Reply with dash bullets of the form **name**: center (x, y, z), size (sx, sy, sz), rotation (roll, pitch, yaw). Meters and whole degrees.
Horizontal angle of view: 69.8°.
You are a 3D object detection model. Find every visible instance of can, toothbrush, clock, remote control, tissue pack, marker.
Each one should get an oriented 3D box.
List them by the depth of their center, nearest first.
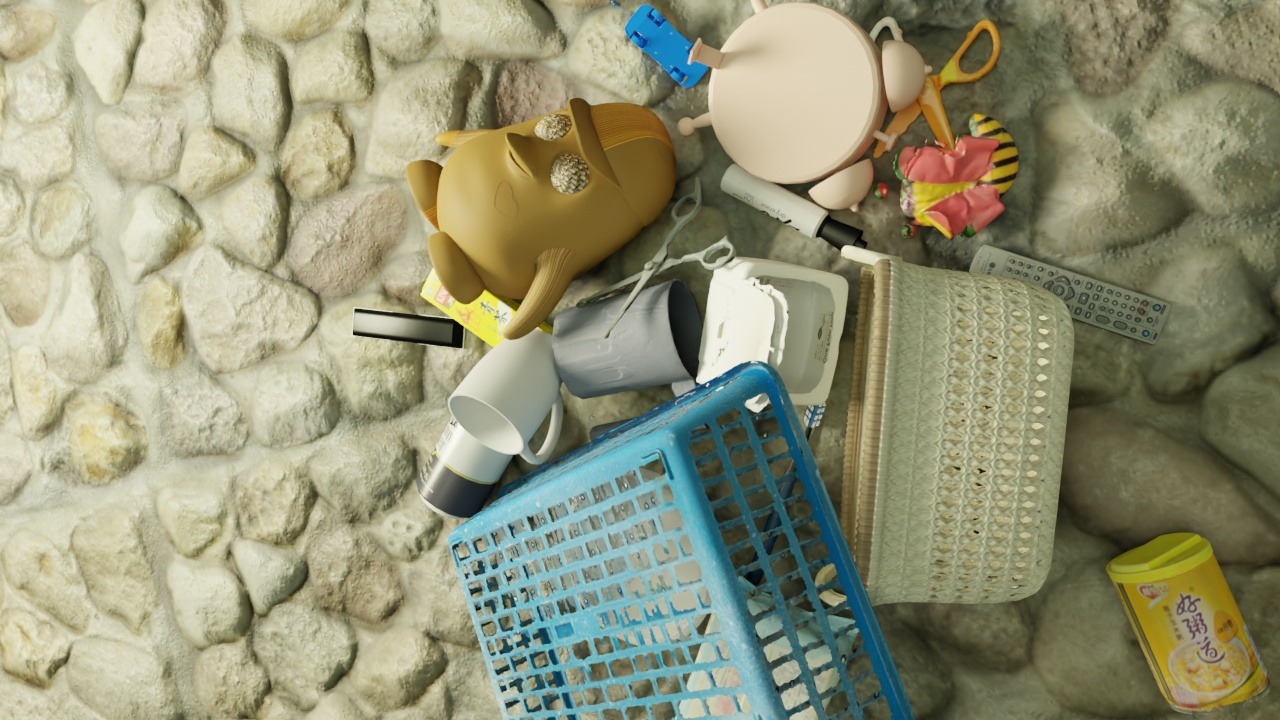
- **can**: center (0.374, 0.178, 0.630), size (0.068, 0.067, 0.105), rotation (-24, 85, 19)
- **remote control**: center (0.310, -0.049, 0.670), size (0.136, 0.013, 0.033), rotation (22, 99, 18)
- **clock**: center (0.119, -0.199, 0.692), size (0.160, 0.086, 0.131), rotation (28, 112, 8)
- **marker**: center (0.122, -0.119, 0.730), size (0.126, 0.025, 0.025), rotation (31, 102, 16)
- **tissue pack**: center (0.094, 0.269, 0.737), size (0.112, 0.070, 0.182), rotation (21, 97, 18)
- **toothbrush**: center (0.118, 0.108, 0.749), size (0.014, 0.014, 0.168), rotation (19, 99, 7)
- **can**: center (-0.145, 0.076, 0.816), size (0.064, 0.064, 0.127), rotation (34, 103, 15)
- **remote control**: center (-0.222, -0.031, 0.867), size (0.124, 0.011, 0.028), rotation (7, 95, 20)

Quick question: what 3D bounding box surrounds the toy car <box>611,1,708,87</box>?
- **toy car**: center (0.013, -0.271, 0.771), size (0.092, 0.061, 0.033), rotation (38, 104, -16)

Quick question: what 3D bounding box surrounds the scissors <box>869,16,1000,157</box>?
- **scissors**: center (0.213, -0.211, 0.699), size (0.127, 0.011, 0.125), rotation (40, 107, 12)

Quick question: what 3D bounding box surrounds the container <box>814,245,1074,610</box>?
- **container**: center (0.201, 0.048, 0.633), size (0.143, 0.184, 0.246), rotation (5, 97, 10)

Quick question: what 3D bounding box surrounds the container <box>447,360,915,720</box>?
- **container**: center (-0.011, 0.180, 0.667), size (0.363, 0.089, 0.257), rotation (-31, 76, 47)

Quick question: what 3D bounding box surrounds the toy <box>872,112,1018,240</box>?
- **toy**: center (0.232, -0.133, 0.678), size (0.103, 0.046, 0.084), rotation (-36, 92, 9)

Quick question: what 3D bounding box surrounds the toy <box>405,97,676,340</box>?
- **toy**: center (-0.069, -0.136, 0.737), size (0.203, 0.162, 0.198), rotation (-23, 71, 8)

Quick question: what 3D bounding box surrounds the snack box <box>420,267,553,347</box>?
- **snack box**: center (-0.128, -0.037, 0.823), size (0.148, 0.028, 0.040), rotation (34, 103, 15)

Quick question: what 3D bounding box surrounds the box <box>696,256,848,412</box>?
- **box**: center (0.100, -0.017, 0.661), size (0.126, 0.137, 0.109), rotation (6, 97, -20)

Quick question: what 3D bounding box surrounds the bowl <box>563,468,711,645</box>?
- **bowl**: center (0.007, 0.160, 0.771), size (0.150, 0.043, 0.149), rotation (3, 96, 32)

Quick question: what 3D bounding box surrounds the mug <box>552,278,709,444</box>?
- **mug**: center (-0.004, 0.004, 0.753), size (0.104, 0.083, 0.124), rotation (-12, 91, 21)

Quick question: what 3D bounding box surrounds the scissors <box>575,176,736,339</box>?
- **scissors**: center (0.017, -0.085, 0.725), size (0.142, 0.014, 0.173), rotation (-8, 47, 35)

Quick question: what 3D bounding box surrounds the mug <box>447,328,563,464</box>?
- **mug**: center (-0.094, 0.033, 0.761), size (0.071, 0.089, 0.107), rotation (3, 137, 39)
